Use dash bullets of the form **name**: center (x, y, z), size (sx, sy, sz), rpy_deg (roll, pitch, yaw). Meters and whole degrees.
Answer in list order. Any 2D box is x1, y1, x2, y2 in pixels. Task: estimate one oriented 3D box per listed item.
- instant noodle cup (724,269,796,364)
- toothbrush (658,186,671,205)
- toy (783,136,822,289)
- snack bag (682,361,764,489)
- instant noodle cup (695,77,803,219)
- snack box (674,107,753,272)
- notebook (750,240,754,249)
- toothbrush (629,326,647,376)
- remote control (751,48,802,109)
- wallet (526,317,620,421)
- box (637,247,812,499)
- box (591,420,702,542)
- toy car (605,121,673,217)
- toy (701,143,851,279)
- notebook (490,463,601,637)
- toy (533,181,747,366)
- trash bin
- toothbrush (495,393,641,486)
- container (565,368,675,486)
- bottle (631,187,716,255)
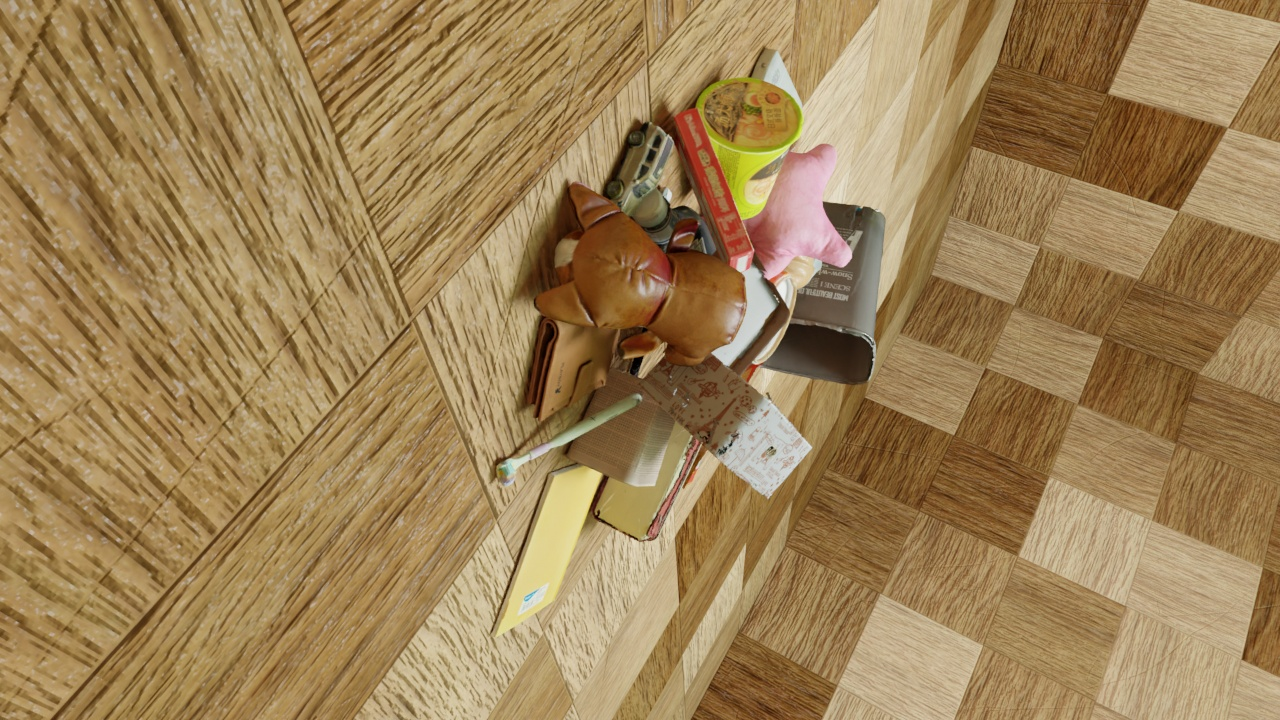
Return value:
- **instant noodle cup**: center (0.121, -0.070, 1.156), size (0.151, 0.111, 0.152), rpy_deg (-46, 149, -39)
- **toothbrush**: center (0.046, -0.153, 1.029), size (0.181, 0.016, 0.018), rpy_deg (39, 67, -69)
- **toy**: center (0.196, -0.200, 1.215), size (0.143, 0.083, 0.226), rpy_deg (-54, 145, -52)
- **snack bag**: center (0.085, 0.064, 1.243), size (0.073, 0.128, 0.208), rpy_deg (22, 102, -26)
- **instant noodle cup**: center (0.108, -0.219, 0.987), size (0.111, 0.112, 0.124), rpy_deg (-54, 165, -30)
- **snack box**: center (0.070, -0.162, 0.895), size (0.025, 0.153, 0.075), rpy_deg (-21, 171, 1)
- **notebook**: center (0.131, -0.089, 1.326), size (0.210, 0.012, 0.150), rpy_deg (-49, 153, -39)
- **toothbrush**: center (-0.006, 0.006, 1.084), size (0.016, 0.014, 0.189), rpy_deg (-13, 126, -52)
- **remote control**: center (0.164, -0.318, 1.114), size (0.058, 0.021, 0.150), rpy_deg (-68, 155, -4)
- **wallet**: center (-0.062, -0.006, 0.904), size (0.131, 0.031, 0.108), rpy_deg (-26, 135, -58)
- **box**: center (0.120, 0.016, 0.970), size (0.205, 0.158, 0.181), rpy_deg (-51, 145, -5)
- **box**: center (0.011, 0.142, 1.168), size (0.168, 0.091, 0.077), rpy_deg (-65, 164, -1)
- **toy car**: center (-0.001, -0.175, 0.855), size (0.090, 0.035, 0.042), rpy_deg (-64, 159, 2)
- **toy**: center (0.157, -0.192, 1.097), size (0.075, 0.178, 0.194), rpy_deg (135, -53, -82)
- **notebook**: center (-0.104, 0.214, 1.081), size (0.145, 0.010, 0.206), rpy_deg (-10, 122, -67)
- **toy**: center (-0.002, -0.071, 0.834), size (0.199, 0.131, 0.140), rpy_deg (15, 80, -39)
- **trash bin**: center (0.270, -0.107, 1.377), size (0.199, 0.199, 0.219), rpy_deg (66, 38, -65)
- **toothbrush**: center (-0.067, 0.075, 0.933), size (0.189, 0.020, 0.029), rpy_deg (-28, 129, -37)
- **container**: center (-0.013, 0.074, 1.037), size (0.111, 0.090, 0.090), rpy_deg (-69, 160, 0)
- **bottle**: center (0.031, -0.129, 0.965), size (0.080, 0.044, 0.195), rpy_deg (-47, 158, 2)
